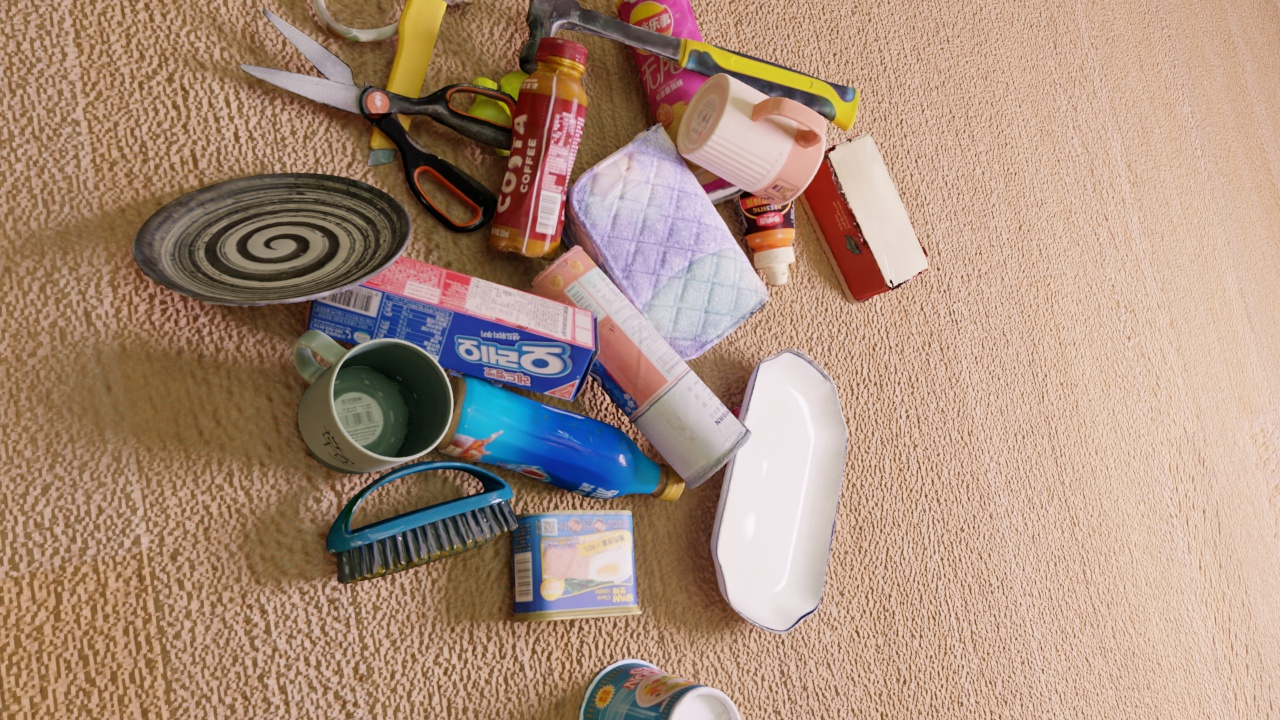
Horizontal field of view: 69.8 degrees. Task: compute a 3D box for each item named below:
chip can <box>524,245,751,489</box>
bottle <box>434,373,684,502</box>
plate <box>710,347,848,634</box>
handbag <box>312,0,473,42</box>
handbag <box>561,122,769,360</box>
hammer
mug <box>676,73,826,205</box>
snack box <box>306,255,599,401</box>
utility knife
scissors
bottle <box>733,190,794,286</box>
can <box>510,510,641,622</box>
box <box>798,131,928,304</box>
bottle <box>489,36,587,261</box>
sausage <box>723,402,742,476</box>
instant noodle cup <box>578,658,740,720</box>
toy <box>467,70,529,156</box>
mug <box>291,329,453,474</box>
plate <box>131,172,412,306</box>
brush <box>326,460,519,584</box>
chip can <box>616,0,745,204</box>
[{"bbox_3d":[-0.005,0.004,0.767,0.214,0.071,0.071,48,57,1],"label":"chip can"},{"bbox_3d":[-0.059,0.073,0.745,0.218,0.065,0.065,22,67,-26],"label":"bottle"},{"bbox_3d":[0.127,0.118,0.859,0.162,0.034,0.265,33,61,-36],"label":"plate"},{"bbox_3d":[-0.210,-0.345,0.759,0.163,0.063,0.178,4,80,-31],"label":"handbag"},{"bbox_3d":[0.018,-0.101,0.830,0.134,0.076,0.194,-36,101,-20],"label":"handbag"},{"bbox_3d":[0.056,-0.281,0.842,0.323,0.032,0.126,12,80,-17],"label":"hammer"},{"bbox_3d":[0.105,-0.197,0.803,0.105,0.115,0.081,20,75,-27],"label":"mug"},{"bbox_3d":[-0.137,-0.029,0.687,0.207,0.057,0.058,15,33,-14],"label":"snack box"},{"bbox_3d":[-0.193,-0.236,0.749,0.033,0.015,0.167,19,85,-34],"label":"utility knife"},{"bbox_3d":[-0.195,-0.184,0.729,0.226,0.022,0.198,-11,100,-29],"label":"scissors"},{"bbox_3d":[0.128,-0.148,0.929,0.066,0.067,0.149,-9,90,-34],"label":"bottle"},{"bbox_3d":[-0.053,0.164,0.734,0.102,0.057,0.083,6,72,-32],"label":"can"},{"bbox_3d":[0.245,-0.156,0.993,0.091,0.077,0.168,-29,95,-34],"label":"box"},{"bbox_3d":[-0.080,-0.172,0.753,0.057,0.057,0.175,8,98,-31],"label":"bottle"},{"bbox_3d":[0.086,0.113,0.859,0.020,0.020,0.155,19,69,-28],"label":"sausage"},{"bbox_3d":[0.020,0.288,0.717,0.099,0.110,0.099,9,73,-32],"label":"instant noodle cup"},{"bbox_3d":[-0.102,-0.222,0.812,0.096,0.031,0.100,44,63,-20],"label":"toy"},{"bbox_3d":[-0.199,0.026,0.641,0.112,0.107,0.082,46,59,-15],"label":"mug"},{"bbox_3d":[-0.247,-0.081,0.631,0.179,0.024,0.179,3,38,-3],"label":"plate"},{"bbox_3d":[-0.161,0.112,0.676,0.143,0.055,0.073,-14,87,-34],"label":"brush"},{"bbox_3d":[0.043,-0.256,0.890,0.071,0.072,0.210,-17,88,-35],"label":"chip can"}]
